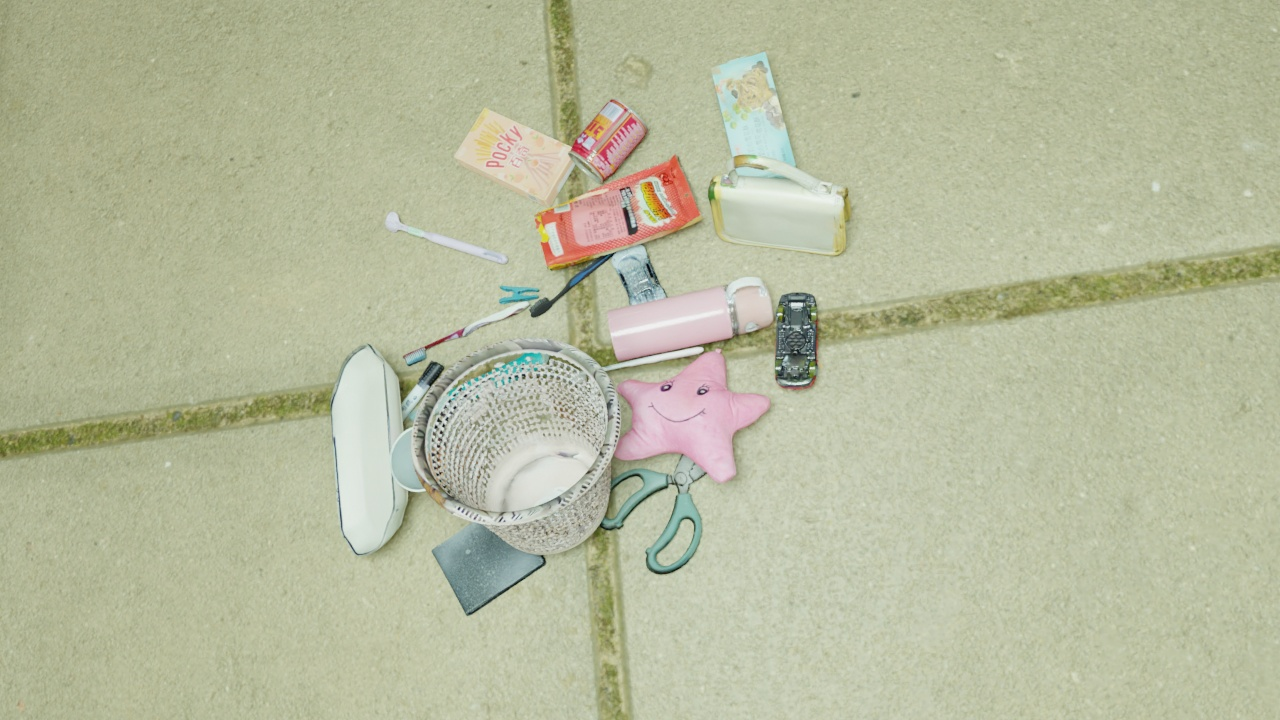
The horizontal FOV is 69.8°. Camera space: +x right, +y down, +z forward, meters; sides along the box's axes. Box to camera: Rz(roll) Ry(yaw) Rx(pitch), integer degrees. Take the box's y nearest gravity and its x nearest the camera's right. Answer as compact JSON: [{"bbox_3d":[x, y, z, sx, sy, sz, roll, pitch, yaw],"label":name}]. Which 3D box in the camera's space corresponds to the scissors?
[{"bbox_3d":[0.017,0.161,1.114,0.169,0.019,0.177,18,82,17],"label":"scissors"}]

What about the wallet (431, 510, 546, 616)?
[{"bbox_3d":[-0.189,0.243,1.140,0.121,0.019,0.097,-34,71,1],"label":"wallet"}]

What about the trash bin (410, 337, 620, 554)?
[{"bbox_3d":[-0.122,0.118,1.045,0.227,0.192,0.227,-4,56,6],"label":"trash bin"}]

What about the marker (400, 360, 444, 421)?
[{"bbox_3d":[-0.306,0.055,1.211,0.022,0.018,0.130,38,86,10],"label":"marker"}]

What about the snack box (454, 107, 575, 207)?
[{"bbox_3d":[-0.170,-0.279,1.258,0.157,0.026,0.084,28,84,17],"label":"snack box"}]

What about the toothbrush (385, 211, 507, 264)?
[{"bbox_3d":[-0.265,-0.164,1.256,0.189,0.021,0.029,20,119,14],"label":"toothbrush"}]

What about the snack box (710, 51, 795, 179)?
[{"bbox_3d":[0.146,-0.304,1.182,0.074,0.051,0.174,-14,73,8],"label":"snack box"}]

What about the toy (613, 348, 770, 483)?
[{"bbox_3d":[0.053,0.056,1.102,0.195,0.075,0.178,11,57,27],"label":"toy"}]

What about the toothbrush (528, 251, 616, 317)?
[{"bbox_3d":[-0.071,-0.119,1.205,0.189,0.014,0.016,-39,46,0],"label":"toothbrush"}]

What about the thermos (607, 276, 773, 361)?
[{"bbox_3d":[0.060,-0.055,1.118,0.199,0.087,0.067,-12,58,6],"label":"thermos"}]

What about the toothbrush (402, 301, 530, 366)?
[{"bbox_3d":[-0.230,-0.036,1.218,0.188,0.016,0.017,-23,81,6],"label":"toothbrush"}]

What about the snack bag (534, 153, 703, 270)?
[{"bbox_3d":[-0.032,-0.188,1.186,0.208,0.073,0.128,-19,52,4],"label":"snack bag"}]

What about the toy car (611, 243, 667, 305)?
[{"bbox_3d":[-0.003,-0.105,1.177,0.049,0.031,0.105,-25,72,5],"label":"toy car"}]

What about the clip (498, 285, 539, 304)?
[{"bbox_3d":[-0.161,-0.087,1.216,0.057,0.014,0.048,-3,74,13],"label":"clip"}]

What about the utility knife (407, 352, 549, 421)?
[{"bbox_3d":[-0.209,0.032,1.197,0.209,0.013,0.029,-25,74,3],"label":"utility knife"}]

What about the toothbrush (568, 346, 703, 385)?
[{"bbox_3d":[-0.007,0.007,1.148,0.180,0.016,0.016,-12,83,17],"label":"toothbrush"}]

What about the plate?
[{"bbox_3d":[-0.340,0.112,1.164,0.162,0.034,0.265,-28,65,44],"label":"plate"}]

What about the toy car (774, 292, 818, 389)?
[{"bbox_3d":[0.189,-0.022,1.106,0.053,0.045,0.120,1,72,15],"label":"toy car"}]

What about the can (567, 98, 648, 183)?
[{"bbox_3d":[-0.044,-0.289,1.212,0.066,0.066,0.093,39,87,18],"label":"can"}]

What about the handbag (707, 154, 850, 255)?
[{"bbox_3d":[0.165,-0.196,1.086,0.163,0.179,0.063,9,73,16],"label":"handbag"}]

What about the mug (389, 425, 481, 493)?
[{"bbox_3d":[-0.243,0.128,1.124,0.078,0.123,0.078,-3,76,12],"label":"mug"}]
